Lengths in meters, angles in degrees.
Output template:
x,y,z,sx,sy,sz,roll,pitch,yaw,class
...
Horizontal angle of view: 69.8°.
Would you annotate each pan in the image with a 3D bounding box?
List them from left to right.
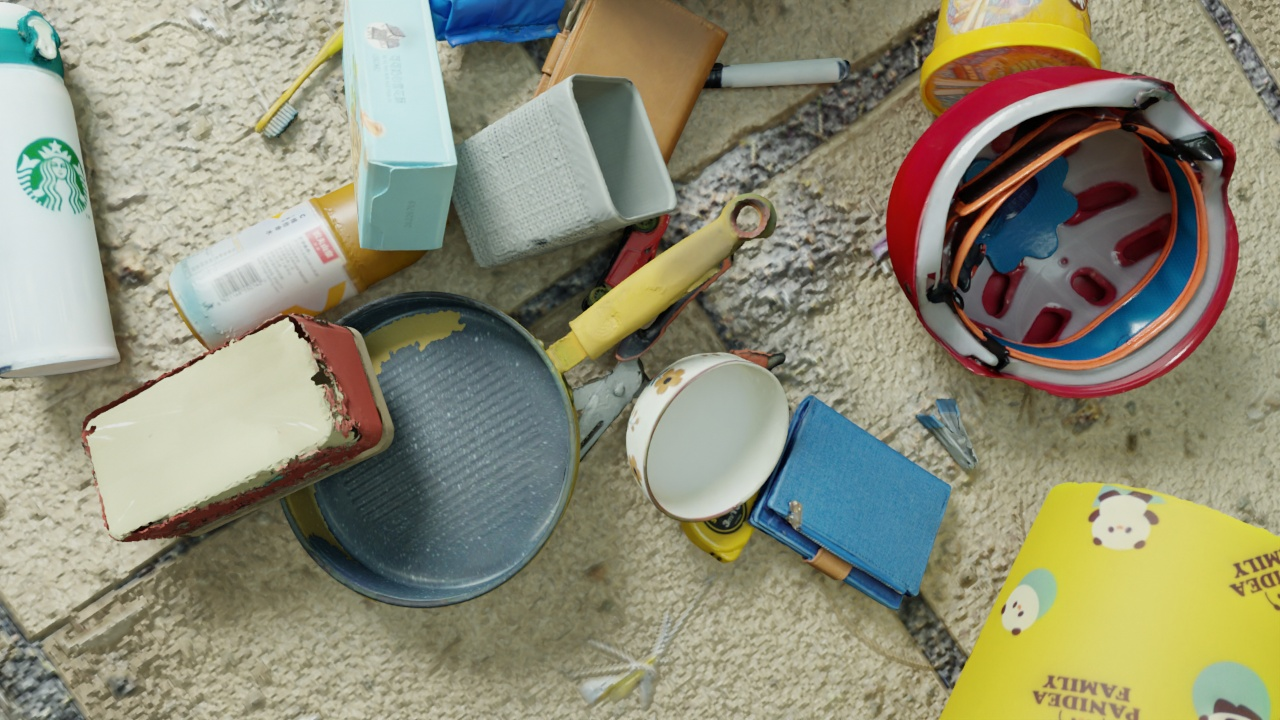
x,y,z,sx,sy,sz,roll,pitch,yaw,class
-0.070,0.011,0.564,0.357,0.078,0.197,-33,83,5,pan

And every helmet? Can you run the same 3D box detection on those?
x,y,z,sx,sy,sz,roll,pitch,yaw,class
0.276,-0.094,0.633,0.240,0.143,0.207,35,107,-26,helmet

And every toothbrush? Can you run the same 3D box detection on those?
x,y,z,sx,sy,sz,roll,pitch,yaw,class
-0.196,-0.225,0.629,0.018,0.016,0.191,41,82,-16,toothbrush

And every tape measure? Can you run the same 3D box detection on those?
x,y,z,sx,sy,sz,roll,pitch,yaw,class
0.056,0.108,0.648,0.057,0.029,0.059,36,66,-3,tape measure

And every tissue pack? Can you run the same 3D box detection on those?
x,y,z,sx,sy,sz,roll,pitch,yaw,class
-0.113,-0.289,0.617,0.094,0.052,0.157,-18,93,-31,tissue pack

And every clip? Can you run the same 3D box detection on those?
x,y,z,sx,sy,sz,roll,pitch,yaw,class
0.233,0.057,0.682,0.045,0.027,0.058,-33,93,-17,clip

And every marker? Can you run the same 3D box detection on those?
x,y,z,sx,sy,sz,roll,pitch,yaw,class
0.090,-0.211,0.671,0.130,0.023,0.018,-6,60,-8,marker

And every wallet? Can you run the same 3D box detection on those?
x,y,z,sx,sy,sz,roll,pitch,yaw,class
-0.015,-0.190,0.637,0.108,0.031,0.132,24,98,-7,wallet
0.151,0.102,0.652,0.133,0.040,0.106,32,69,-11,wallet

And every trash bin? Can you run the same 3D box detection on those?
x,y,z,sx,sy,sz,roll,pitch,yaw,class
0.316,0.233,0.597,0.229,0.230,0.255,28,78,-7,trash bin

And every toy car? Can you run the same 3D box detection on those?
x,y,z,sx,sy,sz,roll,pitch,yaw,class
-0.012,-0.060,0.635,0.031,0.049,0.106,32,82,-5,toy car

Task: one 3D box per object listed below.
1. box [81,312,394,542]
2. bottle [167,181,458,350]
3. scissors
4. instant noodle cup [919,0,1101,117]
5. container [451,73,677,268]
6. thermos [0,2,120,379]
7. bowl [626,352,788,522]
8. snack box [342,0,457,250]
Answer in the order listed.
x,y,z,sx,sy,sz,roll,pitch,yaw,class
-0.244,0.044,0.544,0.168,0.080,0.091,-25,79,13,box
-0.202,-0.071,0.595,0.189,0.068,0.068,-29,92,-12,bottle
0.004,0.006,0.628,0.226,0.015,0.189,-4,116,-20,scissors
0.265,-0.243,0.657,0.118,0.119,0.114,10,77,-9,instant noodle cup
-0.055,-0.115,0.584,0.114,0.090,0.090,-17,95,30,container
-0.377,-0.105,0.568,0.073,0.073,0.224,-10,89,-9,thermos
0.035,0.043,0.607,0.113,0.062,0.114,-15,120,-28,bowl
-0.151,-0.156,0.562,0.051,0.074,0.174,-3,58,-21,snack box
